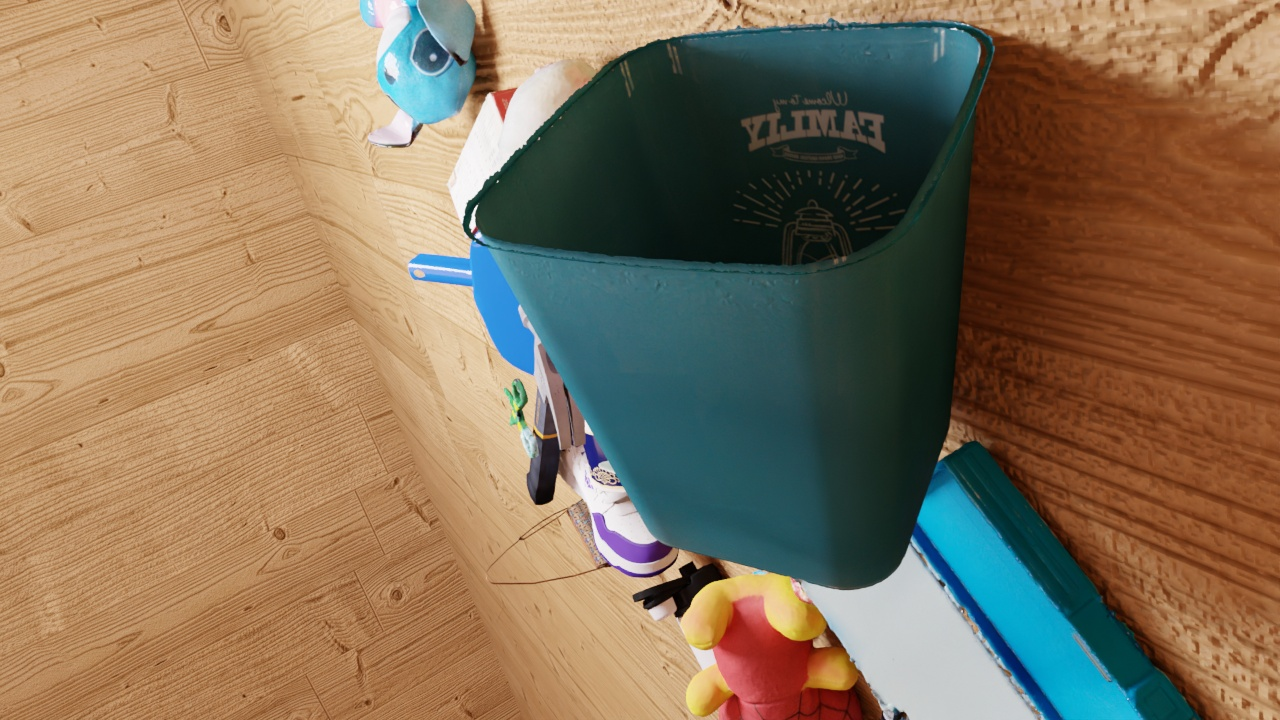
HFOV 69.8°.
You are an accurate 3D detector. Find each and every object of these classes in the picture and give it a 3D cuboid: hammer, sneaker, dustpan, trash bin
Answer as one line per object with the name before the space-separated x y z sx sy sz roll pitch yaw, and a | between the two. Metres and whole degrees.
hammer | -0.100 0.072 0.973 0.313 0.035 0.139 107 147 -58
sneaker | -0.031 0.122 1.001 0.244 0.091 0.111 47 150 46
dustpan | -0.144 -0.074 0.966 0.258 0.059 0.246 8 130 22
trash bin | 0.062 -0.021 0.456 0.197 0.198 0.219 9 136 30

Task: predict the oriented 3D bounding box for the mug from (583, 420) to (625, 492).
mug | -0.007 0.070 0.906 0.112 0.085 0.089 1 118 27

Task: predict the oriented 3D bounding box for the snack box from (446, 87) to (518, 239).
snack box | -0.155 -0.201 0.979 0.076 0.044 0.273 70 158 1

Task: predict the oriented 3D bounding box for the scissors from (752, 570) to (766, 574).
scissors | 0.136 0.261 0.863 0.083 0.016 0.135 36 145 46

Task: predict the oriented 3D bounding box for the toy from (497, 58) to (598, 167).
toy | -0.068 -0.176 0.744 0.179 0.101 0.139 -118 26 -60

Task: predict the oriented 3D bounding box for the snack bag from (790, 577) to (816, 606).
snack bag | 0.158 0.138 0.659 0.087 0.044 0.155 65 154 20

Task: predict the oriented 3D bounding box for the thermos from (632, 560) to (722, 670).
thermos | 0.086 0.318 0.928 0.230 0.101 0.069 61 145 11

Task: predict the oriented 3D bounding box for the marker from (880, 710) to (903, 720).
marker | 0.204 0.286 0.740 0.018 0.015 0.123 45 149 47

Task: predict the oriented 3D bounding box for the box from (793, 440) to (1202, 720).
box | 0.219 0.184 0.532 0.243 0.060 0.176 56 140 19

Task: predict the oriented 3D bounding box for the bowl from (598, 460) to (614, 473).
bowl | 0.054 0.095 0.782 0.174 0.068 0.174 24 173 3

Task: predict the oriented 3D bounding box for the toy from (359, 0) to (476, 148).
toy | -0.241 -0.330 0.952 0.225 0.098 0.191 -39 72 54

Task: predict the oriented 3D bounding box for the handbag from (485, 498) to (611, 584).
handbag | -0.097 0.231 1.119 0.093 0.195 0.043 58 152 21

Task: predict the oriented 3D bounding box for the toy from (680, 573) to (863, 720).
toy | 0.119 0.278 0.792 0.148 0.098 0.216 -7 118 25

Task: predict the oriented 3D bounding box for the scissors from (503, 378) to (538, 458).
scissors | -0.129 0.066 0.983 0.132 0.012 0.108 134 122 -70
